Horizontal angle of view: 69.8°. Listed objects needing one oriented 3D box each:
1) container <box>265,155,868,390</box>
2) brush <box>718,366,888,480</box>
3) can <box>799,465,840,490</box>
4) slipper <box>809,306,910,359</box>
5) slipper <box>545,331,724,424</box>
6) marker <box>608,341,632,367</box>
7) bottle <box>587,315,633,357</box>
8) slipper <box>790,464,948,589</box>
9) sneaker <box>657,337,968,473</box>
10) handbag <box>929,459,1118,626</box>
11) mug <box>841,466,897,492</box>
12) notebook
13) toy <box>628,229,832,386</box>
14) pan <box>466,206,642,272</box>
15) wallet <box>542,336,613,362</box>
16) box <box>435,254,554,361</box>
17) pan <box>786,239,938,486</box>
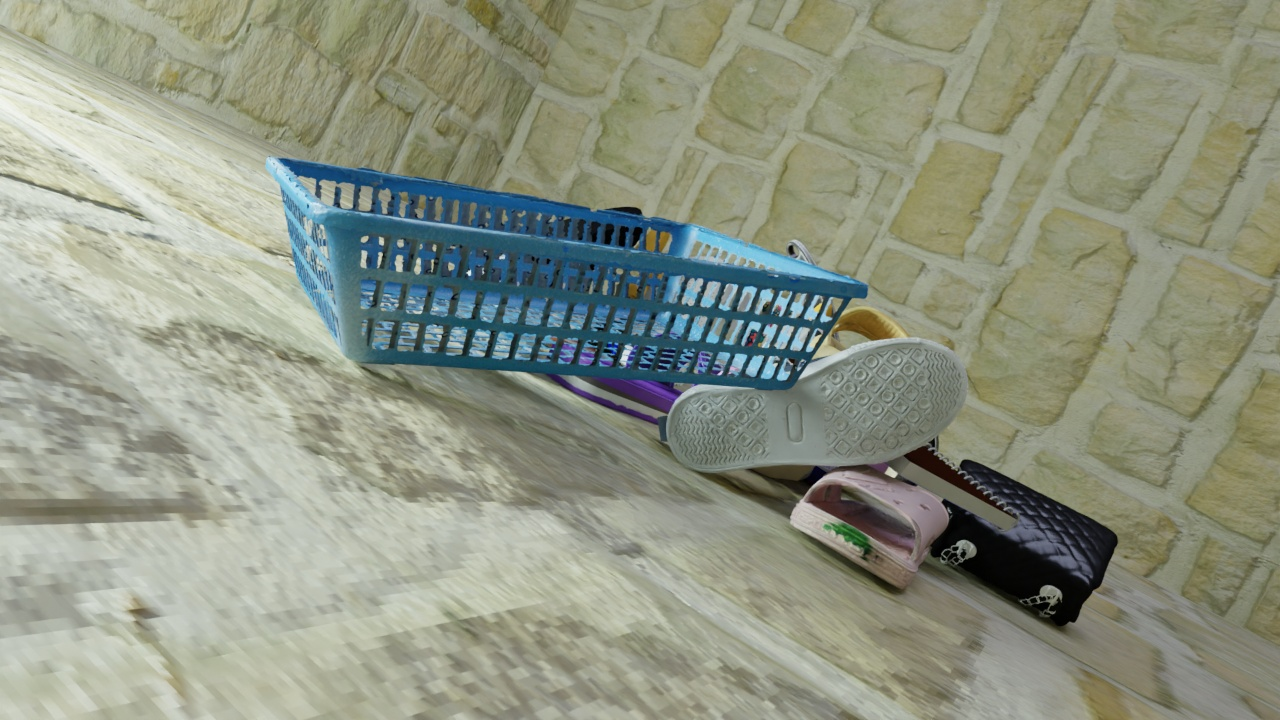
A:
[{"bbox_3d":[-0.061,-0.057,0.639,0.361,0.089,0.257,5,15,-29],"label":"container"},{"bbox_3d":[0.159,0.077,0.877,0.228,0.089,0.043,24,10,-26],"label":"brush"},{"bbox_3d":[0.162,0.104,0.932,0.095,0.032,0.032,24,5,-26],"label":"can"},{"bbox_3d":[0.221,-0.001,0.865,0.111,0.079,0.261,37,12,6],"label":"slipper"},{"bbox_3d":[0.027,0.012,0.889,0.266,0.084,0.107,22,6,-47],"label":"slipper"},{"bbox_3d":[-0.006,0.006,1.035,0.027,0.023,0.133,50,0,-32],"label":"marker"},{"bbox_3d":[-0.035,-0.038,1.213,0.071,0.071,0.206,26,4,1],"label":"bottle"},{"bbox_3d":[0.181,0.116,0.696,0.094,0.064,0.239,28,3,24],"label":"slipper"},{"bbox_3d":[0.129,0.037,0.713,0.236,0.089,0.087,-9,2,5],"label":"sneaker"},{"bbox_3d":[0.340,0.184,0.854,0.154,0.115,0.124,31,29,19],"label":"handbag"},{"bbox_3d":[0.230,0.092,1.034,0.120,0.096,0.100,33,-6,4],"label":"mug"},{"bbox_3d":[0.218,0.065,0.818,0.171,0.022,0.209,27,12,-35],"label":"notebook"},{"bbox_3d":[0.095,-0.046,1.123,0.267,0.246,0.141,37,-37,17],"label":"toy"},{"bbox_3d":[-0.122,-0.118,1.025,0.034,0.226,0.355,69,21,3],"label":"pan"},{"bbox_3d":[-0.086,-0.019,1.031,0.123,0.019,0.072,26,4,-6],"label":"wallet"},{"bbox_3d":[-0.119,-0.053,0.854,0.122,0.083,0.215,22,5,-9],"label":"box"},{"bbox_3d":[0.262,0.008,1.191,0.055,0.357,0.188,-23,-5,-35],"label":"pan"}]
